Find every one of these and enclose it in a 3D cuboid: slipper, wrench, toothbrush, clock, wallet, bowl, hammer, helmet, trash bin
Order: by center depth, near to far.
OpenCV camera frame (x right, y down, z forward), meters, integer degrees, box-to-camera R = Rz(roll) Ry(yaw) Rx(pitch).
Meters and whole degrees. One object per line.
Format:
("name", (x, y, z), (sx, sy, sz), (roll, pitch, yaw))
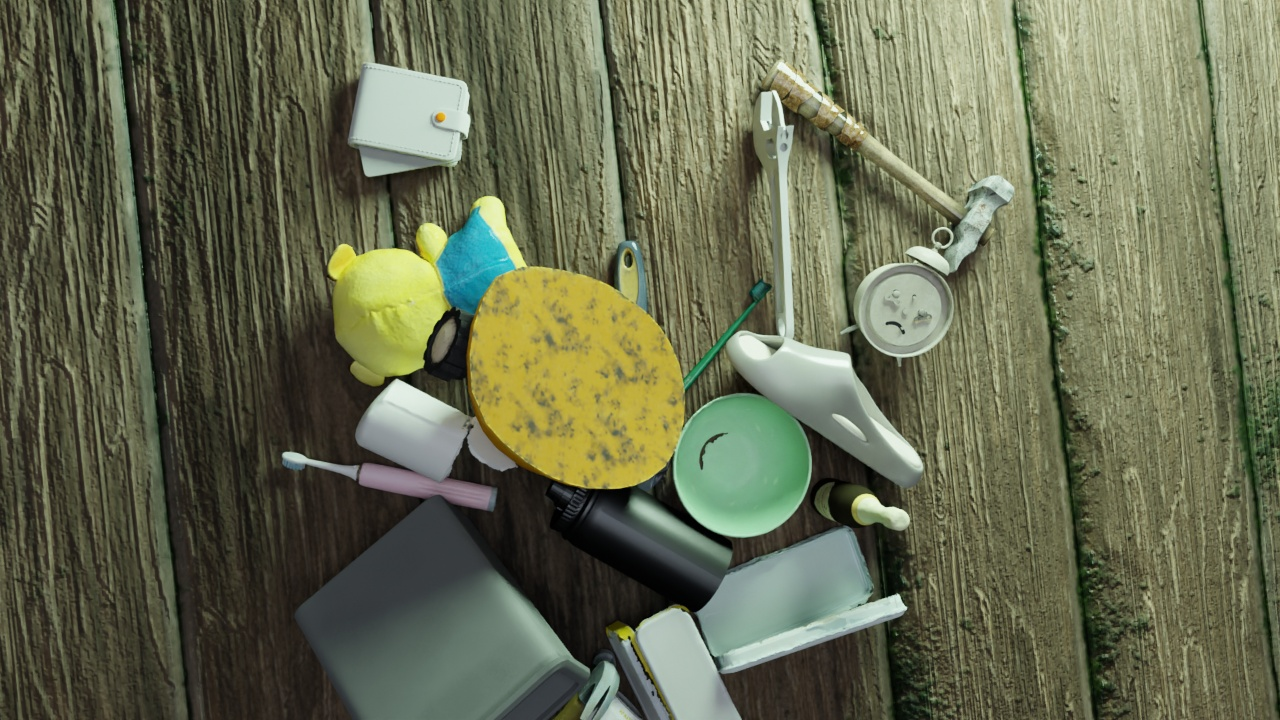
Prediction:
("trash bin", (-0.192, 0.274, 0.875), (0.191, 0.098, 0.220), (-40, 60, -8))
("helmet", (-0.090, 0.029, 0.908), (0.255, 0.132, 0.205), (25, 62, -33))
("hammer", (-0.143, 0.435, 0.934), (0.025, 0.118, 0.333), (45, 88, -4))
("toothbrush", (-0.260, 0.124, 0.956), (0.222, 0.027, 0.027), (13, 120, -8))
("wallet", (-0.242, -0.242, 0.961), (0.118, 0.037, 0.115), (10, 87, -6))
("slipper", (0.216, 0.035, 0.985), (0.266, 0.112, 0.081), (36, 114, -10))
("bowl", (0.101, 0.110, 0.989), (0.151, 0.077, 0.151), (0, 89, -10))
("wrench", (-0.006, 0.006, 0.996), (0.073, 0.022, 0.273), (-3, 87, 8))
("wrench", (0.150, -0.157, 1.015), (0.018, 0.087, 0.273), (-6, 100, -10))
("toothbrush", (0.082, -0.016, 1.019), (0.017, 0.016, 0.189), (41, 83, -9))
("clock", (0.300, -0.078, 1.028), (0.103, 0.061, 0.157), (28, 100, -7))
("hammer", (0.273, -0.231, 1.044), (0.319, 0.049, 0.121), (36, 86, -5))

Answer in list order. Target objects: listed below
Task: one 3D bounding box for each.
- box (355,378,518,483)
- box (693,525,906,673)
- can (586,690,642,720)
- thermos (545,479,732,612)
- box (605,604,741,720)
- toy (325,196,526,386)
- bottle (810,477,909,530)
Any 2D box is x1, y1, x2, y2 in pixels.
("box", (-0.201, 0.082, 0.935), (0.166, 0.083, 0.093), (29, 117, -10))
("box", (0.162, 0.253, 1.003), (0.215, 0.106, 0.127), (-15, 68, -9))
("can", (-0.048, 0.401, 0.969), (0.055, 0.055, 0.101), (45, 82, -6))
("thermos", (-0.010, 0.179, 0.965), (0.198, 0.086, 0.086), (31, 84, -7))
("box", (0.041, 0.364, 0.964), (0.117, 0.057, 0.210), (-24, 93, 31))
("toy", (-0.216, -0.071, 0.939), (0.213, 0.084, 0.149), (-23, 91, -12))
("bottle", (0.230, 0.154, 0.955), (0.045, 0.185, 0.045), (0, 88, -10))
